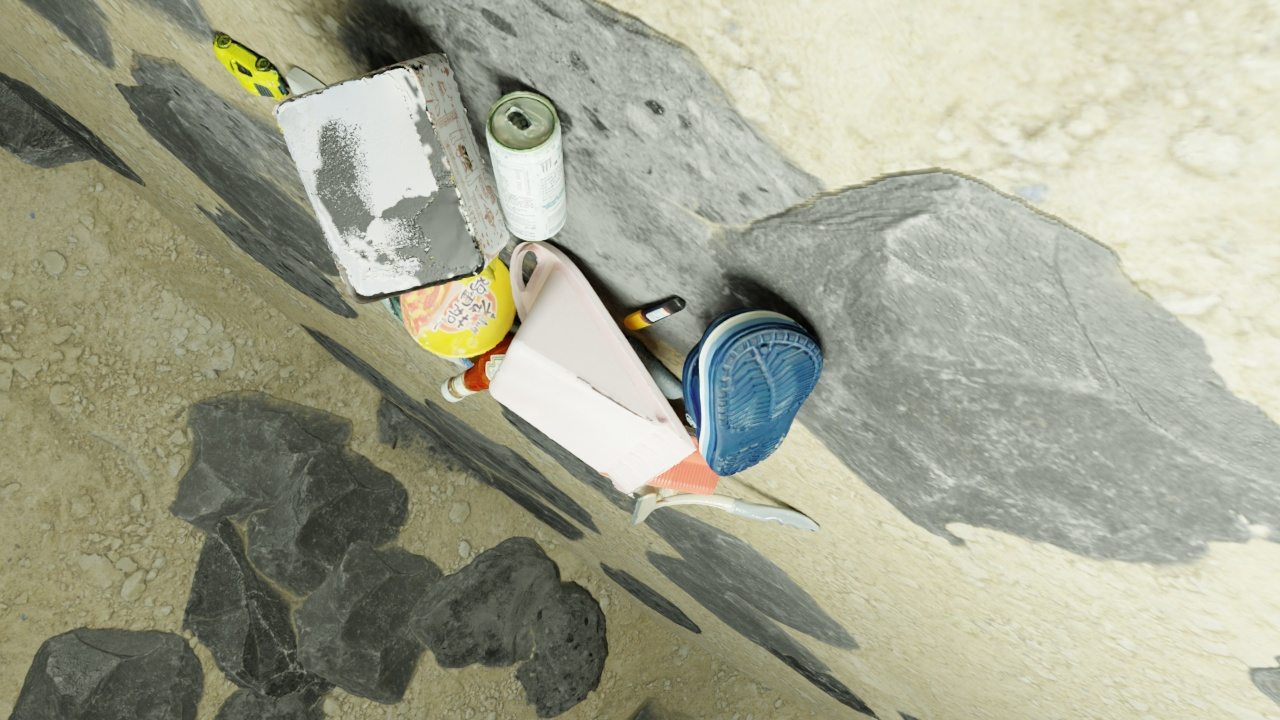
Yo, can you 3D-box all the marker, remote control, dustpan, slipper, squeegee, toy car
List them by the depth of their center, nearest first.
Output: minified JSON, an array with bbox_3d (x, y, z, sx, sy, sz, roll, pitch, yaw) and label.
[{"bbox_3d":[0.091,0.020,0.826,0.095,0.105,0.253,58,167,28],"label":"slipper"},{"bbox_3d":[0.014,-0.048,0.919,0.018,0.015,0.124,39,160,-14],"label":"marker"},{"bbox_3d":[-0.053,0.002,0.992,0.273,0.138,0.223,34,153,-8],"label":"dustpan"},{"bbox_3d":[-0.356,-0.272,1.031,0.056,0.019,0.135,35,163,6],"label":"remote control"},{"bbox_3d":[-0.445,-0.328,1.037,0.105,0.032,0.048,34,163,14],"label":"toy car"},{"bbox_3d":[0.113,0.194,1.199,0.246,0.039,0.247,6,163,-1],"label":"squeegee"}]

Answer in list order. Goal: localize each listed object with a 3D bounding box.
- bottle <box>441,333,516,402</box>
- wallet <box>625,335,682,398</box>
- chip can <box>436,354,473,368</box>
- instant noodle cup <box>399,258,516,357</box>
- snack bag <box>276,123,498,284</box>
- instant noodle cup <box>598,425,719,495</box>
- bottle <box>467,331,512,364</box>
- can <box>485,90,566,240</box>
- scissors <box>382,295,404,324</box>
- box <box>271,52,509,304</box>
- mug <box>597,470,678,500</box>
[{"bbox_3d":[-0.186,0.012,1.175,0.207,0.059,0.060,-22,123,43],"label":"bottle"},{"bbox_3d":[-0.006,0.006,1.091,0.097,0.019,0.121,45,162,-19],"label":"wallet"},{"bbox_3d":[-0.224,-0.009,1.369,0.215,0.071,0.071,20,156,40],"label":"chip can"},{"bbox_3d":[-0.223,-0.068,1.134,0.138,0.138,0.110,38,171,-5],"label":"instant noodle cup"},{"bbox_3d":[-0.276,-0.177,1.015,0.246,0.068,0.158,26,160,15],"label":"snack bag"},{"bbox_3d":[0.023,0.115,1.128,0.164,0.079,0.189,14,174,-27],"label":"instant noodle cup"},{"bbox_3d":[-0.212,-0.025,1.261,0.189,0.068,0.068,42,166,22],"label":"bottle"},{"bbox_3d":[-0.093,-0.157,0.764,0.058,0.058,0.147,33,162,10],"label":"can"},{"bbox_3d":[-0.312,-0.111,1.175,0.170,0.019,0.178,57,-168,-77],"label":"scissors"},{"bbox_3d":[-0.202,-0.166,0.813,0.157,0.192,0.183,-11,112,15],"label":"box"},{"bbox_3d":[0.014,0.142,1.291,0.104,0.084,0.124,25,-166,31],"label":"mug"}]
